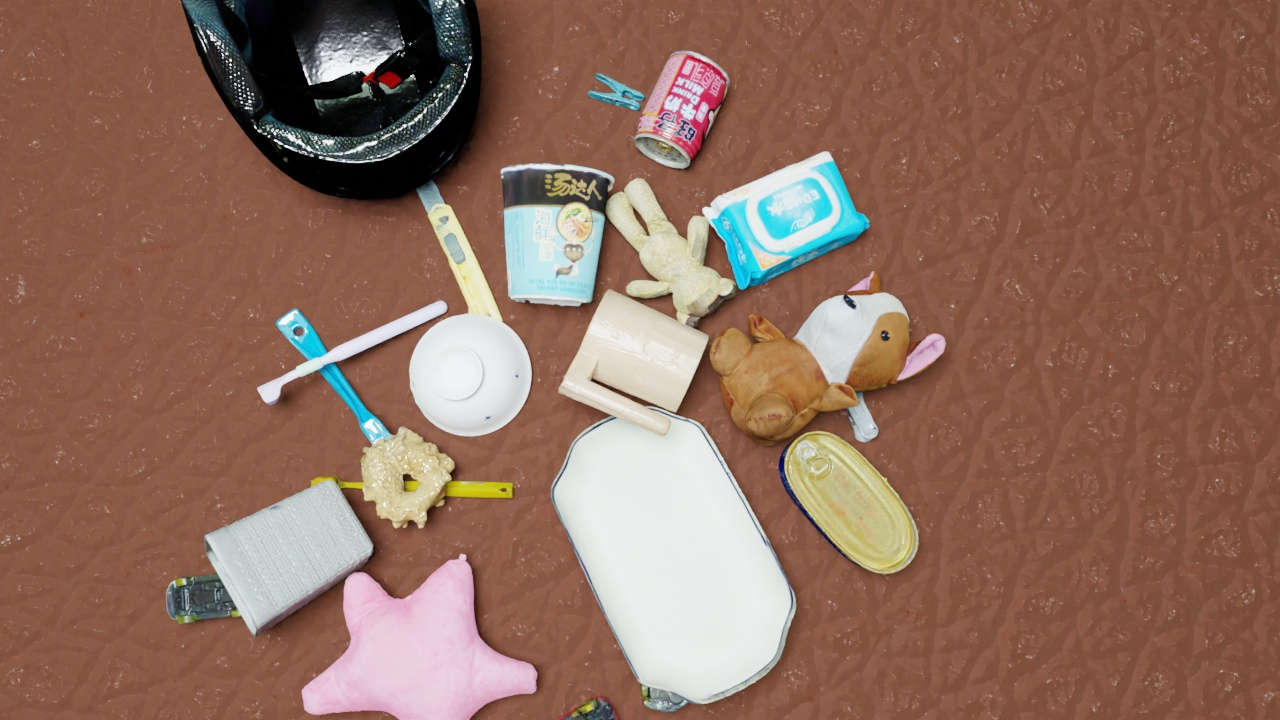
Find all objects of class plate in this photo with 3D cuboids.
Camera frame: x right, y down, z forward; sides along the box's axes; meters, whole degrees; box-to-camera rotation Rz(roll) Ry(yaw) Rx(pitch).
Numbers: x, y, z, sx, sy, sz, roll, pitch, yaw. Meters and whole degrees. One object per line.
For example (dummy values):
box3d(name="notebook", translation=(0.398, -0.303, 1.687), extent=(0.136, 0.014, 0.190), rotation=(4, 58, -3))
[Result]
box3d(name="plate", translation=(0.027, 0.171, 0.830), extent=(0.162, 0.034, 0.265), rotation=(-25, 74, -14))

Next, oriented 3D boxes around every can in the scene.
box3d(name="can", translation=(0.190, 0.130, 0.848), extent=(0.074, 0.049, 0.148), rotation=(-41, 84, -6))
box3d(name="can", translation=(0.039, -0.243, 0.894), extent=(0.066, 0.066, 0.093), rotation=(24, 82, 3))

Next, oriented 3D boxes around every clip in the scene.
box3d(name="clip", translation=(0.208, 0.050, 0.877), extent=(0.025, 0.033, 0.057), rotation=(-21, 75, -5))
box3d(name="clip", translation=(-0.024, -0.269, 0.925), extent=(0.056, 0.014, 0.040), rotation=(23, 83, 5))

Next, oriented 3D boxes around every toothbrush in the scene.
box3d(name="toothbrush", translation=(-0.266, -0.011, 0.862), extent=(0.188, 0.029, 0.021), rotation=(-29, 124, -21))
box3d(name="toothbrush", translation=(-0.215, 0.120, 0.866), extent=(0.190, 0.016, 0.015), rotation=(2, 80, 0))

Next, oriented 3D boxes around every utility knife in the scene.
box3d(name="utility knife", translation=(-0.184, -0.111, 0.904), extent=(0.031, 0.021, 0.207), rotation=(-25, 78, -3))

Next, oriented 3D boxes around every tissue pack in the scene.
box3d(name="tissue pack", translation=(0.139, -0.135, 0.880), extent=(0.140, 0.063, 0.090), rotation=(-24, 82, -4))

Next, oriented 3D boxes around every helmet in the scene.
box3d(name="helmet", translation=(-0.261, -0.277, 0.820), extent=(0.233, 0.231, 0.274), rotation=(-16, 72, -11))

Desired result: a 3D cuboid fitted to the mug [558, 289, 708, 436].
box3d(name="mug", translation=(-0.005, 0.005, 0.839), extent=(0.103, 0.084, 0.124), rotation=(24, 46, 1))

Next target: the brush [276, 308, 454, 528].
box3d(name="brush", translation=(-0.264, 0.049, 0.862), extent=(0.083, 0.046, 0.254), rotation=(-39, 74, -9))

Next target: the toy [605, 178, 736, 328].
box3d(name="toy", translation=(0.024, -0.106, 0.882), extent=(0.105, 0.066, 0.157), rotation=(-40, 78, 17))

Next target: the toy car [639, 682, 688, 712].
box3d(name="toy car", translation=(0.019, 0.264, 0.835), extent=(0.048, 0.032, 0.105), rotation=(-5, 77, -7))

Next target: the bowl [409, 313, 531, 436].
box3d(name="bowl", translation=(-0.164, 0.012, 0.852), extent=(0.118, 0.065, 0.118), rotation=(0, 87, 1))

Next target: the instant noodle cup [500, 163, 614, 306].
box3d(name="instant noodle cup", translation=(-0.080, -0.114, 0.862), extent=(0.111, 0.111, 0.120), rotation=(2, 89, 0))

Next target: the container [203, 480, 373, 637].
box3d(name="container", translation=(-0.307, 0.171, 0.809), extent=(0.114, 0.090, 0.090), rotation=(-29, 83, -31))

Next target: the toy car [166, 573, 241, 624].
box3d(name="toy car", translation=(-0.388, 0.216, 0.843), extent=(0.090, 0.035, 0.042), rotation=(-7, 80, -1))

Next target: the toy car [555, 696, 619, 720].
box3d(name="toy car", translation=(-0.068, 0.345, 0.825), extent=(0.106, 0.031, 0.049), rotation=(-28, 82, -5))

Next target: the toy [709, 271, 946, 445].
box3d(name="toy", translation=(0.165, -0.009, 0.839), extent=(0.199, 0.131, 0.140), rotation=(-22, 57, -10))

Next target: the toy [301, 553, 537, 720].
box3d(name="toy", translation=(-0.185, 0.262, 0.818), extent=(0.194, 0.075, 0.178), rotation=(23, 80, 0))
